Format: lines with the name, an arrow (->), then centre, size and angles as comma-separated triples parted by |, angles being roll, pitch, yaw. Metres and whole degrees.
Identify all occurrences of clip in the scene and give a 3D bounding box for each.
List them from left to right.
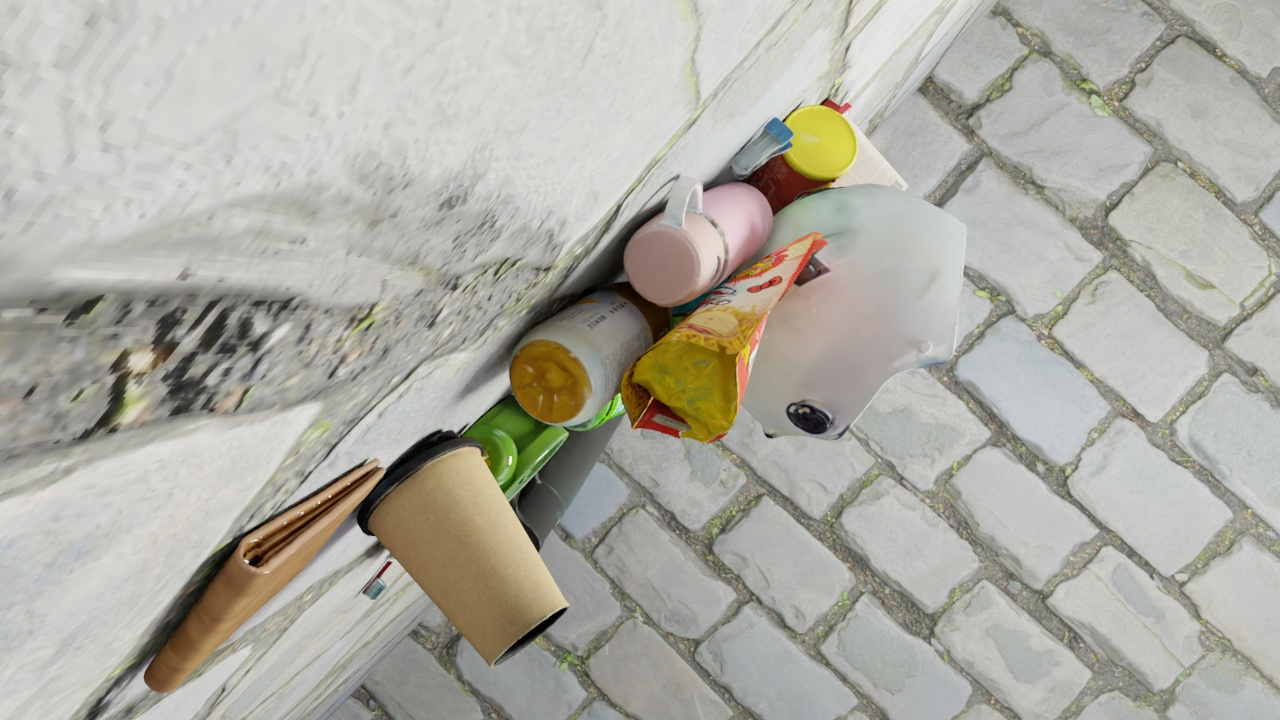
clip -> 0.096, -0.167, 0.735 | 0.058, 0.026, 0.038 | -41, 168, -6

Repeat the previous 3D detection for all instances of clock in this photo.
clock -> -0.122, 0.087, 0.722 | 0.116, 0.056, 0.161 | -49, 177, 24

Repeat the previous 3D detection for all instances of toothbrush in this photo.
toothbrush -> -0.226, 0.183, 0.897 | 0.188, 0.017, 0.016 | -48, 178, 30

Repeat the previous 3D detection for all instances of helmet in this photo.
helmet -> 0.152, -0.056, 0.808 | 0.259, 0.146, 0.228 | -35, -159, 46

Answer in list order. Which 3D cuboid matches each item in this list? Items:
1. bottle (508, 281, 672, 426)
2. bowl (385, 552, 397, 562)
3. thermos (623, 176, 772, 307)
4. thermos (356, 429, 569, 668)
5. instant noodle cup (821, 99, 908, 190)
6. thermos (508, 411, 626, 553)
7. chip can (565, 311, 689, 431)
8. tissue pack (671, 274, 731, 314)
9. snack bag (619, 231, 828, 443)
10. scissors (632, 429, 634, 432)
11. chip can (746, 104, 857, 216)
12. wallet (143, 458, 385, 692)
bottle -> -0.024, -0.014, 0.644 | 0.068, 0.068, 0.189 | -48, 177, 28
bowl -> -0.159, 0.148, 0.804 | 0.118, 0.118, 0.064 | 123, -28, -73
thermos -> 0.047, -0.098, 0.673 | 0.198, 0.067, 0.087 | -37, 140, -64
thermos -> -0.111, 0.118, 0.585 | 0.093, 0.143, 0.093 | -38, 165, -12
instant noodle cup -> 0.213, -0.198, 0.991 | 0.117, 0.124, 0.116 | -47, 177, 9
thermos -> -0.079, 0.093, 0.967 | 0.241, 0.068, 0.090 | -59, 160, -49
chip can -> -0.005, 0.005, 0.796 | 0.073, 0.072, 0.220 | -48, 165, 27
tissue pack -> 0.056, -0.043, 0.950 | 0.133, 0.050, 0.093 | -51, -175, 9
snack bag -> 0.061, -0.021, 0.648 | 0.129, 0.073, 0.207 | -40, -174, 34
scissors -> 0.000, 0.001, 1.025 | 0.165, 0.014, 0.163 | -68, 158, -3
chip can -> 0.136, -0.162, 0.901 | 0.073, 0.073, 0.217 | -46, 177, -21
wallet -> -0.184, 0.103, 0.461 | 0.101, 0.020, 0.115 | -47, 180, 24
